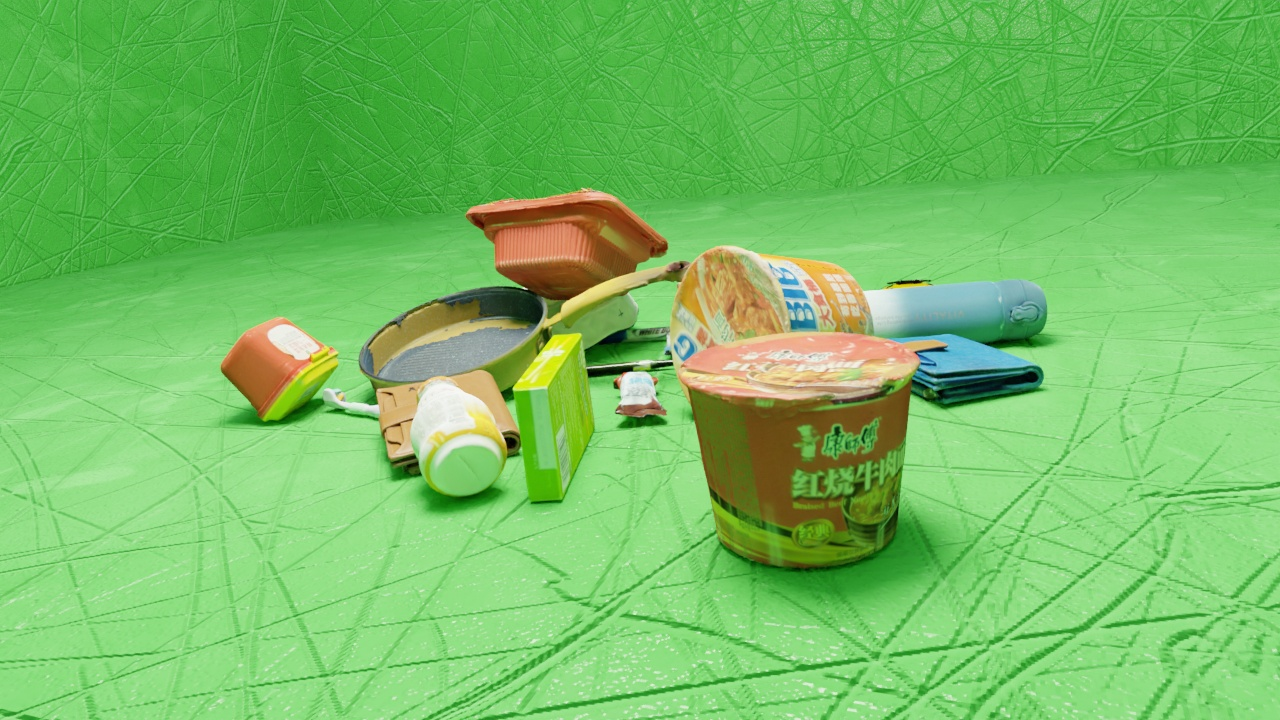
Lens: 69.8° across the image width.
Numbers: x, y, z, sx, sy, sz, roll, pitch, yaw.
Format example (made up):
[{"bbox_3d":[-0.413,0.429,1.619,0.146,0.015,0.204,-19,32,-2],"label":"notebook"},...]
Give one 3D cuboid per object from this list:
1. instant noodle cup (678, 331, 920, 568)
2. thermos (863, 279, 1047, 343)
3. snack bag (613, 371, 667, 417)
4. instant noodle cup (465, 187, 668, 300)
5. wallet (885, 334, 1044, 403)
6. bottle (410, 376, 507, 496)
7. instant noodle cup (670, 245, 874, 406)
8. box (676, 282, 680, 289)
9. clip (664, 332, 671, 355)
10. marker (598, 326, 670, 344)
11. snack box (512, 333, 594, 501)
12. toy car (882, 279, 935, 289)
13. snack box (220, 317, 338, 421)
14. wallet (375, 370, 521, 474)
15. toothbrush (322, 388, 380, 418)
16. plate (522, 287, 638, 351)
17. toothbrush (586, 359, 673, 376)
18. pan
[{"bbox_3d":[0.095,0.050,0.547,0.138,0.109,0.137,-5,15,1],"label":"instant noodle cup"},{"bbox_3d":[0.286,-0.044,0.917,0.220,0.070,0.070,-4,15,6],"label":"thermos"},{"bbox_3d":[-0.002,0.031,0.822,0.045,0.026,0.105,3,15,-4],"label":"snack bag"},{"bbox_3d":[-0.078,-0.119,0.999,0.189,0.079,0.164,-3,-16,30],"label":"instant noodle cup"},{"bbox_3d":[0.269,0.002,0.811,0.106,0.040,0.133,-5,13,-13],"label":"wallet"},{"bbox_3d":[-0.140,0.052,0.684,0.063,0.063,0.108,-11,32,-20],"label":"bottle"},{"bbox_3d":[0.112,-0.021,0.759,0.111,0.151,0.151,-6,12,-34],"label":"instant noodle cup"},{"bbox_3d":[0.132,-0.080,1.085,0.168,0.079,0.091,-1,15,20],"label":"box"},{"bbox_3d":[0.037,-0.012,0.976,0.024,0.028,0.056,-7,12,2],"label":"clip"},{"bbox_3d":[0.022,-0.031,1.066,0.146,0.017,0.016,-4,15,8],"label":"marker"},{"bbox_3d":[-0.063,0.038,0.702,0.026,0.086,0.156,-5,15,7],"label":"snack box"},{"bbox_3d":[0.304,-0.062,1.027,0.071,0.041,0.155,-2,17,16],"label":"toy car"},{"bbox_3d":[-0.360,0.004,0.917,0.082,0.080,0.091,-46,5,16],"label":"snack box"},{"bbox_3d":[-0.165,0.049,0.777,0.107,0.031,0.132,-10,24,-16],"label":"wallet"},{"bbox_3d":[-0.233,0.047,0.867,0.189,0.029,0.021,7,59,35],"label":"toothbrush"},{"bbox_3d":[-0.106,-0.054,1.093,0.205,0.045,0.204,-12,21,4],"label":"plate"},{"bbox_3d":[-0.006,0.006,0.948,0.186,0.012,0.017,-6,9,1],"label":"toothbrush"},{"bbox_3d":[-0.115,-0.039,0.918,0.358,0.078,0.197,-6,30,13],"label":"pan"}]
